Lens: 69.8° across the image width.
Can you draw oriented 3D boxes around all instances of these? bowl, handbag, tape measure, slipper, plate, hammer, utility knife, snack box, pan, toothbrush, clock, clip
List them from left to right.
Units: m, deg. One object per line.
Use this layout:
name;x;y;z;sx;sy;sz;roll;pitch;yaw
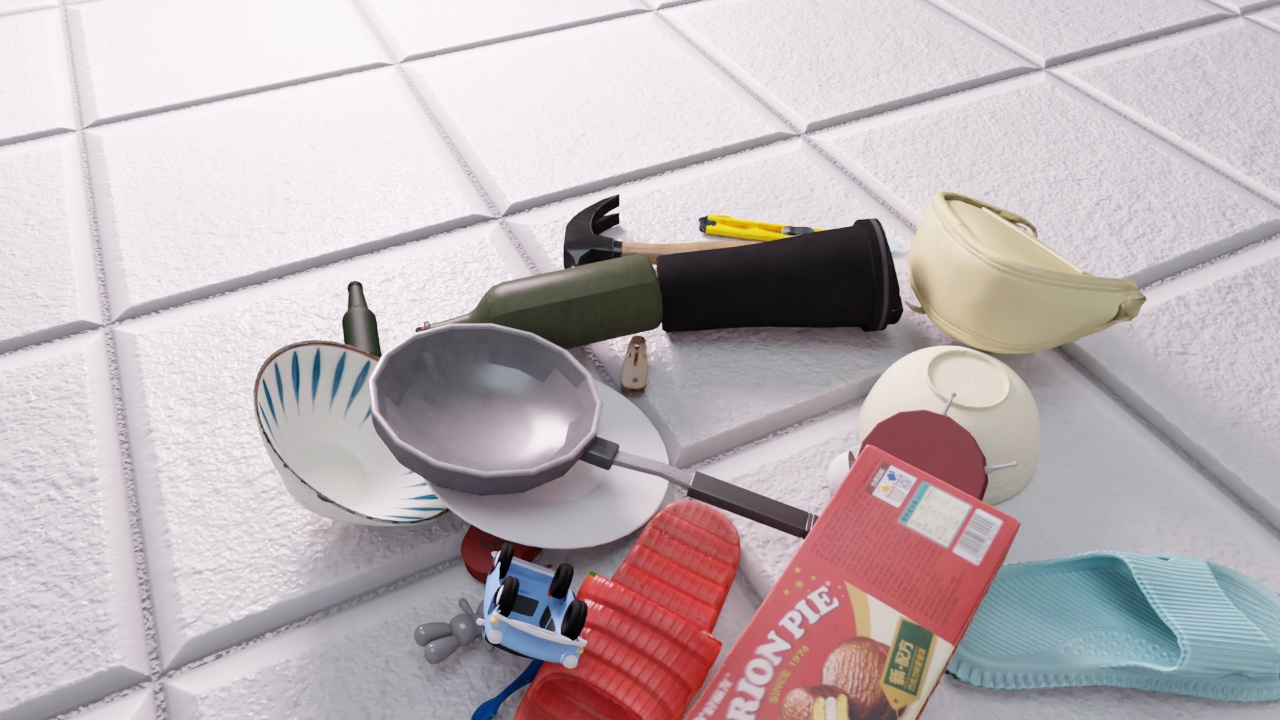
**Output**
bowl;-0.226;0.072;0.706;0.177;0.071;0.177;35;26;-20
tape measure;-0.111;0.142;0.695;0.059;0.019;0.051;26;52;33
plate;-0.079;0.074;0.743;0.208;0.015;0.208;11;37;-9
toothbrush;-0.065;0.207;0.633;0.021;0.017;0.134;34;49;24
pan;-0.037;0.070;0.704;0.357;0.041;0.178;20;37;6
clip;-0.005;0.007;0.834;0.025;0.049;0.061;3;84;0
slipper;0.004;0.179;0.621;0.103;0.059;0.248;28;46;13
hammer;0.075;-0.111;0.944;0.305;0.040;0.132;2;48;0
utility knife;0.169;-0.135;0.985;0.218;0.019;0.030;10;54;5
snack box;0.138;0.179;0.593;0.113;0.060;0.235;28;65;25
clock;0.204;0.092;0.695;0.138;0.048;0.096;-41;68;13
bowl;0.263;0.040;0.763;0.151;0.075;0.150;1;44;-1
handbag;0.336;-0.082;0.855;0.190;0.089;0.232;8;27;-14
slipper;0.331;0.175;0.634;0.276;0.070;0.115;-1;42;-1

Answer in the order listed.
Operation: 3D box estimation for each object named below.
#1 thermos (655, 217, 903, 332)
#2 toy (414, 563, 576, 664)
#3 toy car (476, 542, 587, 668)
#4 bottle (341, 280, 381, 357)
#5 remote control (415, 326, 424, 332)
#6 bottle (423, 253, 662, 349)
thermos;0.126;-0.072;0.863;0.218;0.106;0.105;-5;45;1
toy;-0.103;0.180;0.647;0.111;0.030;0.049;-17;41;-31
toy car;-0.071;0.157;0.576;0.056;0.153;0.055;22;88;-10
bottle;-0.263;-0.032;0.860;0.033;0.033;0.122;-11;45;-12
remote control;-0.134;-0.026;0.865;0.150;0.022;0.047;-13;47;-11
bottle;-0.087;-0.041;0.817;0.206;0.072;0.071;-13;46;-11
